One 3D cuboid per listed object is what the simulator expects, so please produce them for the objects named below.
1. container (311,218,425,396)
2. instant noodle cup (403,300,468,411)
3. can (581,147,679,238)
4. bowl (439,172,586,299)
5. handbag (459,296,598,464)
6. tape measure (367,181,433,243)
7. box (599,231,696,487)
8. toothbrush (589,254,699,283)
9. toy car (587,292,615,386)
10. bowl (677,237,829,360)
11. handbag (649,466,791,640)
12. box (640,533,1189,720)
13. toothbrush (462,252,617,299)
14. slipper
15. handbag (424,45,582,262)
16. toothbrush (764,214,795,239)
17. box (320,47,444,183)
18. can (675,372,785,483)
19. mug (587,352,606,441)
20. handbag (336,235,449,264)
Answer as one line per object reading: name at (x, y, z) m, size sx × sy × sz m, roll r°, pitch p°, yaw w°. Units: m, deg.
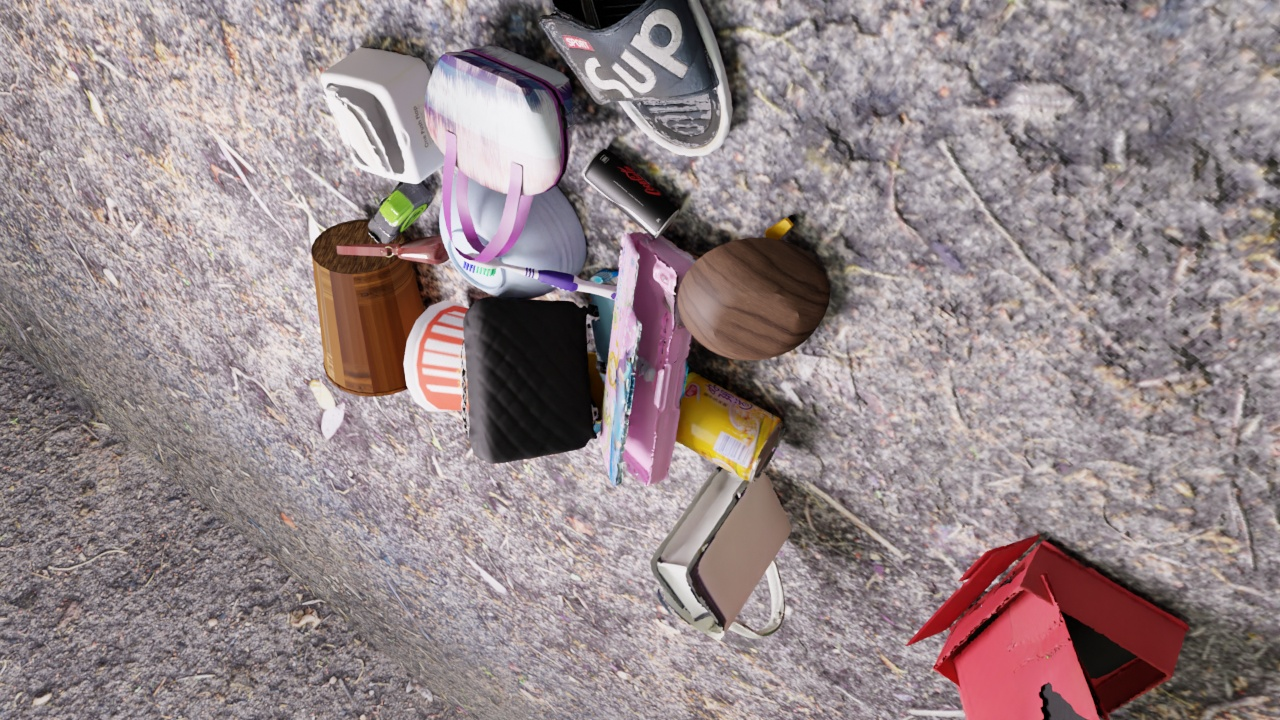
container at (-0.309, -0.064, 1.050) m, size 0.132 × 0.131 × 0.168 m, roll 26°, pitch 138°, yaw 21°
instant noodle cup at (-0.167, 0.003, 0.995) m, size 0.121 × 0.123 × 0.123 m, roll 8°, pitch 135°, yaw 28°
can at (-0.008, -0.137, 0.750) m, size 0.080 × 0.031 × 0.032 m, roll 40°, pitch 146°, yaw 1°
bowl at (-0.133, -0.113, 0.860) m, size 0.151 × 0.074 × 0.151 m, roll 26°, pitch 144°, yaw 20°
handbag at (-0.108, 0.019, 0.888) m, size 0.115 × 0.125 × 0.153 m, roll 159°, pitch 106°, yaw -72°
tape measure at (-0.243, -0.157, 0.931) m, size 0.036 × 0.058 × 0.066 m, roll 46°, pitch 134°, yaw -5°
box at (-0.006, 0.005, 0.805) m, size 0.084 × 0.063 × 0.231 m, roll 41°, pitch 135°, yaw 40°
toothbrush at (0.002, -0.079, 0.818) m, size 0.135 × 0.017 × 0.021 m, roll -2°, pitch 119°, yaw 46°
toy car at (-0.019, -0.021, 0.895) m, size 0.060 × 0.027 × 0.108 m, roll 16°, pitch 124°, yaw 42°
bowl at (0.089, -0.038, 0.715) m, size 0.119 × 0.032 × 0.119 m, roll 1°, pitch 133°, yaw 1°
handbag at (0.095, 0.216, 0.943) m, size 0.074 × 0.150 × 0.176 m, roll -1°, pitch 129°, yaw 45°
box at (0.222, 0.242, 0.805) m, size 0.425 × 0.127 × 0.213 m, roll 6°, pitch 143°, yaw -3°
toothbrush at (-0.067, -0.070, 0.822) m, size 0.186 × 0.015 × 0.016 m, roll 12°, pitch 131°, yaw -10°
slipper at (-0.019, -0.248, 0.611) m, size 0.111 × 0.062 × 0.264 m, roll 9°, pitch 132°, yaw 38°
handbag at (-0.122, -0.161, 0.753) m, size 0.144 × 0.067 × 0.170 m, roll 28°, pitch 123°, yaw 18°
toothbrush at (0.064, -0.068, 0.762) m, size 0.031 × 0.030 × 0.197 m, roll 48°, pitch 143°, yaw -4°
box at (-0.248, -0.213, 0.838) m, size 0.102 × 0.101 × 0.108 m, roll 19°, pitch 138°, yaw 27°
can at (0.075, 0.062, 0.861) m, size 0.105 × 0.067 × 0.068 m, roll 28°, pitch 144°, yaw 18°
mug at (-0.066, 0.050, 0.985) m, size 0.078 × 0.078 × 0.122 m, roll 40°, pitch 151°, yaw 2°
handbag at (-0.262, -0.117, 0.963) m, size 0.120 × 0.055 × 0.029 m, roll 1°, pitch 103°, yaw 9°
